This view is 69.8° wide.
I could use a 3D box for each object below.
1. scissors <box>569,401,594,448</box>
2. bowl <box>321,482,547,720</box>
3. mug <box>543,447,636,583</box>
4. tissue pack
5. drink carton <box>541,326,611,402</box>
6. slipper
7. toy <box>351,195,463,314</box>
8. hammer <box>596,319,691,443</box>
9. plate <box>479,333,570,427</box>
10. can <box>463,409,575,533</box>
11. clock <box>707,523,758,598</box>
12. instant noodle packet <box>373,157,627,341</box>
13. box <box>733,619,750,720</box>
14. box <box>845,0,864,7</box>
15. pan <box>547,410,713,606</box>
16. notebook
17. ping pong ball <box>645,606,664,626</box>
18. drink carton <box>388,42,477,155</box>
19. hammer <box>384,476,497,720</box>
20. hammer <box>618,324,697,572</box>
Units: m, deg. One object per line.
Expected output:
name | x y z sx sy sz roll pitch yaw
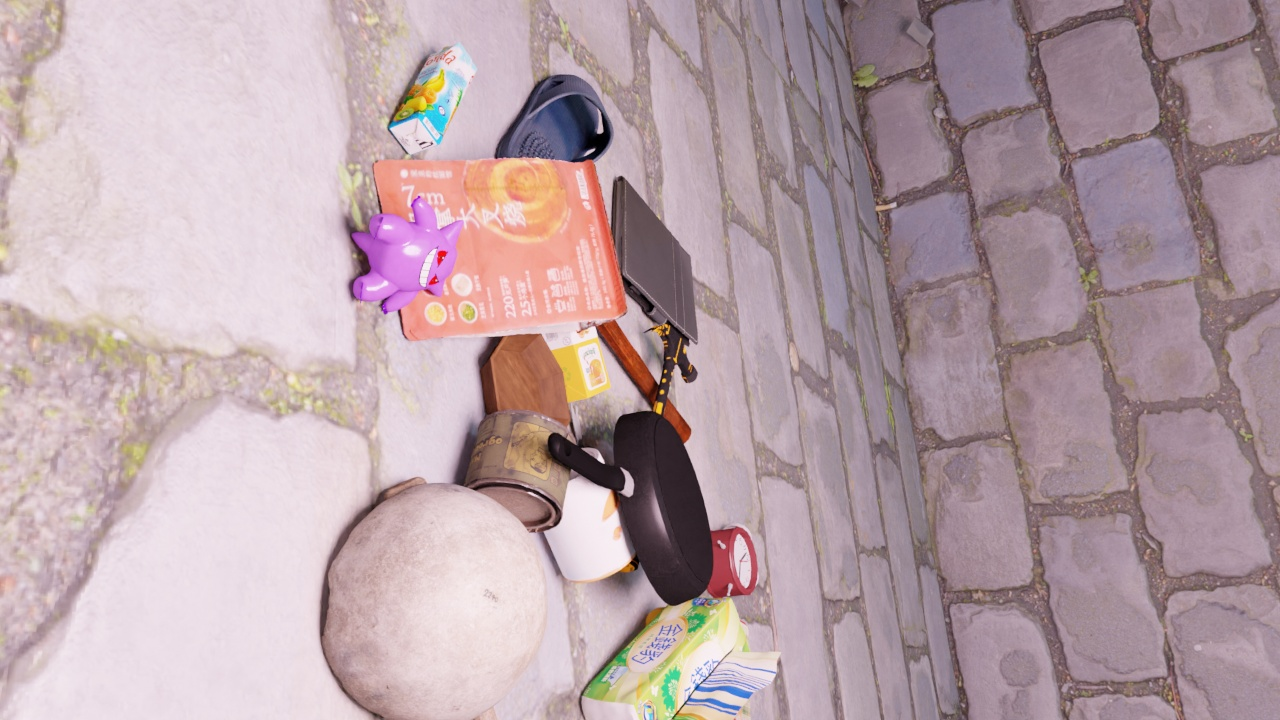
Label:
scissors | -0.059 0.123 0.974 0.126 0.019 0.143 57 30 -34
bowl | -0.129 0.175 0.667 0.178 0.081 0.178 13 71 -41
mug | -0.057 0.150 0.892 0.105 0.082 0.082 68 27 -17
tissue pack | 0.057 0.331 0.925 0.197 0.142 0.120 -40 114 -46
drink carton | -0.076 -0.020 0.981 0.058 0.040 0.122 -23 99 -64
slipper | -0.081 -0.265 1.045 0.101 0.083 0.262 61 30 -25
toy | -0.189 -0.086 0.747 0.088 0.056 0.106 2 120 -40
hammer | -0.007 0.006 1.120 0.301 0.028 0.110 56 39 -41
plate | -0.115 0.032 0.893 0.131 0.025 0.131 39 44 -52
can | -0.107 0.099 0.804 0.090 0.090 0.074 52 35 -42
clock | 0.125 0.272 1.248 0.137 0.048 0.096 4 74 -62
instant noodle packet | -0.131 -0.104 0.848 0.220 0.084 0.164 -8 84 -44
box | 0.092 0.409 1.116 0.117 0.050 0.205 47 38 -48
box | 0.871 -1.369 3.020 0.166 0.514 0.173 3 71 -53
pan | 0.002 0.123 0.889 0.355 0.044 0.203 47 29 -62
notebook | 0.021 -0.128 1.252 0.209 0.030 0.169 39 43 -48
ping pong ball | 0.025 0.300 1.038 0.040 0.040 0.040 39 45 -53
drink carton | -0.190 -0.245 0.852 0.038 0.044 0.128 54 35 -39
hammer | -0.138 0.247 0.728 0.121 0.049 0.319 -26 100 -58
hammer | 0.011 0.096 1.074 0.123 0.036 0.319 55 39 -42
